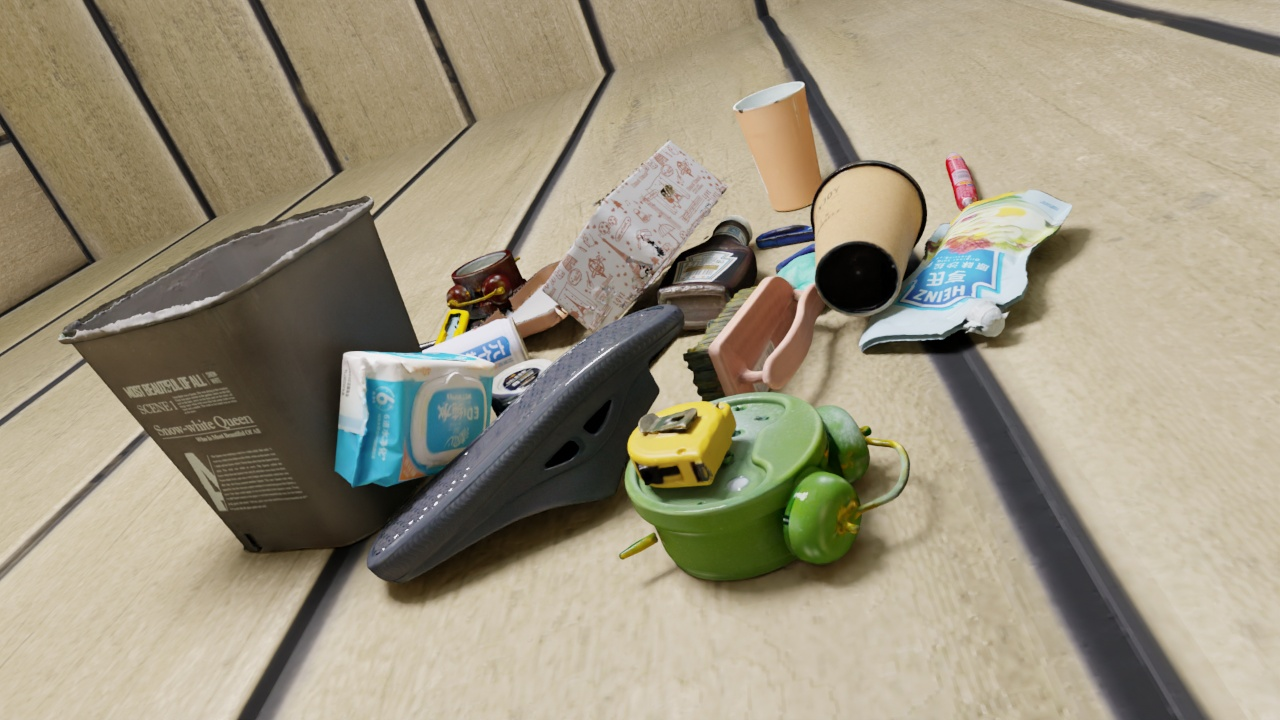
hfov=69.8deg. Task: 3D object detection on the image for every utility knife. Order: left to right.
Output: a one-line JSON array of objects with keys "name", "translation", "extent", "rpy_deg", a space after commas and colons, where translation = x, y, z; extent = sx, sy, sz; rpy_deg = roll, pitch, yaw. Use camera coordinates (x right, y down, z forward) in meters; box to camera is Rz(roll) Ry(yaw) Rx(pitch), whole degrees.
[{"name": "utility knife", "translation": [-0.204, -0.012, 0.947], "extent": [0.033, 0.015, 0.154], "rpy_deg": [-7, 34, 7]}]

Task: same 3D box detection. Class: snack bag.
[{"name": "snack bag", "translation": [0.245, -0.068, 0.686], "extent": [0.110, 0.039, 0.190], "rpy_deg": [3, 36, 40]}]

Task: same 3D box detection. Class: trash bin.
[{"name": "trash bin", "translation": [-0.278, 0.017, 0.721], "extent": [0.199, 0.220, 0.198], "rpy_deg": [-8, 26, 28]}]

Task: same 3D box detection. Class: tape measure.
[{"name": "tape measure", "translation": [-0.095, 0.027, 0.775], "extent": [0.065, 0.033, 0.066], "rpy_deg": [-28, 27, -19]}, {"name": "tape measure", "translation": [0.021, 0.043, 0.505], "extent": [0.057, 0.029, 0.059], "rpy_deg": [-9, 26, 30]}]

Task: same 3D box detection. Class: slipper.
[{"name": "slipper", "translation": [-0.064, 0.067, 0.627], "extent": [0.268, 0.083, 0.111], "rpy_deg": [-42, 13, -3]}]

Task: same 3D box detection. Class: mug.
[{"name": "mug", "translation": [0.155, -0.229, 0.996], "extent": [0.078, 0.123, 0.078], "rpy_deg": [-17, 24, 8]}]

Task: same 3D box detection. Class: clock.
[{"name": "clock", "translation": [-0.176, -0.084, 1.050], "extent": [0.082, 0.055, 0.121], "rpy_deg": [-14, 22, 16]}, {"name": "clock", "translation": [0.070, 0.069, 0.519], "extent": [0.161, 0.056, 0.115], "rpy_deg": [-10, 27, 25]}]

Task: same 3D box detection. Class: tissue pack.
[{"name": "tissue pack", "translation": [-0.162, 0.040, 0.673], "extent": [0.063, 0.090, 0.139], "rpy_deg": [6, 3, 25]}]

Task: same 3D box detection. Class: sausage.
[{"name": "sausage", "translation": [0.306, -0.171, 0.874], "extent": [0.020, 0.020, 0.155], "rpy_deg": [-13, 25, 19]}]

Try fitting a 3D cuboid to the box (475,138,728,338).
[{"name": "box", "translation": [-0.046, -0.093, 0.922], "extent": [0.273, 0.106, 0.177], "rpy_deg": [-32, 13, 39]}]

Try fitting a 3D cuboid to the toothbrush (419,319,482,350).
[{"name": "toothbrush", "translation": [-0.265, -0.003, 0.993], "extent": [0.212, 0.026, 0.027], "rpy_deg": [-19, 42, -2]}]

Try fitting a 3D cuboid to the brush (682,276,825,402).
[{"name": "brush", "translation": [0.092, -0.017, 0.676], "extent": [0.073, 0.063, 0.145], "rpy_deg": [-10, 24, 34]}]

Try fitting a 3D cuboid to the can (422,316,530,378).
[{"name": "can", "translation": [-0.173, 0.007, 0.859], "extent": [0.134, 0.053, 0.053], "rpy_deg": [-23, 24, -3]}]

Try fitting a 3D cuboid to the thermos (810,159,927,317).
[{"name": "thermos", "translation": [0.172, -0.094, 0.709], "extent": [0.093, 0.093, 0.142], "rpy_deg": [-10, 27, 24]}]

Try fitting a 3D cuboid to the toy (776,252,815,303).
[{"name": "toy", "translation": [0.140, -0.065, 0.778], "extent": [0.096, 0.030, 0.092], "rpy_deg": [-25, 21, 0]}]

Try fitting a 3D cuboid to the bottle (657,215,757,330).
[{"name": "bottle", "translation": [0.072, -0.089, 0.868], "extent": [0.080, 0.044, 0.194], "rpy_deg": [-1, 28, 18]}]

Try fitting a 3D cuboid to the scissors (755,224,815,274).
[{"name": "scissors", "translation": [0.181, -0.121, 0.883], "extent": [0.175, 0.012, 0.163], "rpy_deg": [-37, 27, -32]}]

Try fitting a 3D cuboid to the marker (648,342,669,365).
[{"name": "marker", "translation": [-0.005, 0.005, 0.770], "extent": [0.018, 0.015, 0.123], "rpy_deg": [3, 31, 34]}]
